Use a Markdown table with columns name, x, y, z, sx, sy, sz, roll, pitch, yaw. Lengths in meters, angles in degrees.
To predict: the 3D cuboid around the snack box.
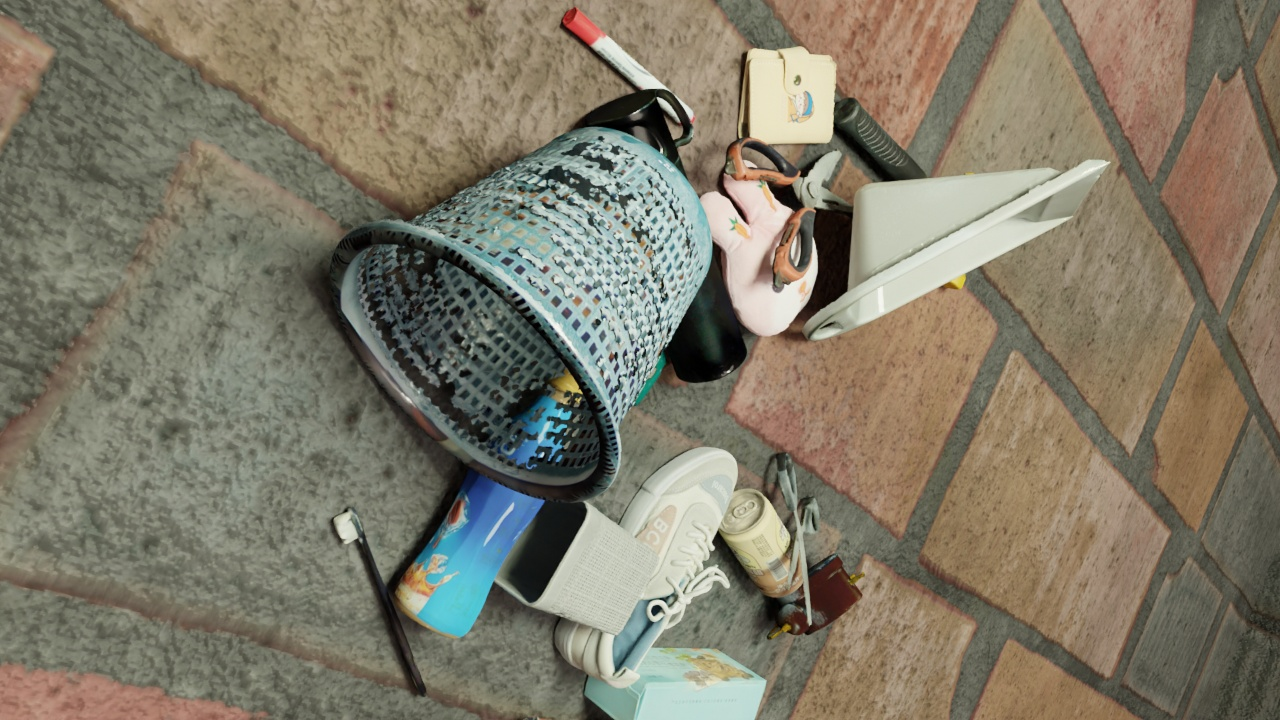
| name | x | y | z | sx | sy | sz | roll | pitch | yaw |
| --- | --- | --- | --- | --- | --- | --- | --- | --- | --- |
| snack box | 0.036 | 0.315 | 0.885 | 0.174 | 0.074 | 0.051 | 17 | 91 | -41 |

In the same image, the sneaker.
| name | x | y | z | sx | sy | sz | roll | pitch | yaw |
| --- | --- | --- | --- | --- | --- | --- | --- | --- | --- |
| sneaker | 0.026 | 0.183 | 0.828 | 0.241 | 0.091 | 0.089 | -53 | 130 | -17 |

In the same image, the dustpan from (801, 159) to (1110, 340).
| name | x | y | z | sx | sy | sz | roll | pitch | yaw |
| --- | --- | --- | --- | --- | --- | --- | --- | --- | --- |
| dustpan | 0.287 | -0.088 | 0.880 | 0.222 | 0.258 | 0.142 | 10 | 81 | -72 |

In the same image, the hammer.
| name | x | y | z | sx | sy | sz | roll | pitch | yaw |
| --- | --- | --- | --- | --- | --- | --- | --- | --- | --- |
| hammer | 0.297 | -0.191 | 0.987 | 0.300 | 0.033 | 0.128 | 27 | 84 | -41 |

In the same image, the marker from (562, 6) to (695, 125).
| name | x | y | z | sx | sy | sz | roll | pitch | yaw |
| --- | --- | --- | --- | --- | --- | --- | --- | --- | --- |
| marker | -0.006 | -0.231 | 0.734 | 0.145 | 0.017 | 0.017 | 29 | 83 | -41 |

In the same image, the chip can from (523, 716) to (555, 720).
| name | x | y | z | sx | sy | sz | roll | pitch | yaw |
| --- | --- | --- | --- | --- | --- | --- | --- | --- | --- |
| chip can | -0.025 | 0.375 | 0.853 | 0.214 | 0.071 | 0.071 | 27 | 85 | -41 |

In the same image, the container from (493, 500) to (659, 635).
| name | x | y | z | sx | sy | sz | roll | pitch | yaw |
| --- | --- | --- | --- | --- | --- | --- | --- | --- | --- |
| container | -0.055 | 0.165 | 0.759 | 0.114 | 0.090 | 0.090 | 40 | 76 | -42 |

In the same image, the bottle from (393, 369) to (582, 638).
| name | x | y | z | sx | sy | sz | roll | pitch | yaw |
| --- | --- | --- | --- | --- | --- | --- | --- | --- | --- |
| bottle | -0.107 | 0.104 | 0.711 | 0.065 | 0.065 | 0.218 | 40 | 76 | -39 |

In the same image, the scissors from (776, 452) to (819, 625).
| name | x | y | z | sx | sy | sz | roll | pitch | yaw |
| --- | --- | --- | --- | --- | --- | --- | --- | --- | --- |
| scissors | 0.161 | 0.177 | 0.936 | 0.159 | 0.014 | 0.180 | 15 | 63 | -63 |

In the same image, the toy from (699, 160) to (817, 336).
| name | x | y | z | sx | sy | sz | roll | pitch | yaw |
| --- | --- | --- | --- | --- | --- | --- | --- | --- | --- |
| toy | 0.109 | -0.101 | 0.844 | 0.121 | 0.054 | 0.159 | -53 | 123 | -26 |

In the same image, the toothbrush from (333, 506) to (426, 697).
| name | x | y | z | sx | sy | sz | roll | pitch | yaw |
| --- | --- | --- | --- | --- | --- | --- | --- | --- | --- |
| toothbrush | -0.194 | 0.189 | 0.697 | 0.018 | 0.016 | 0.181 | -27 | 117 | -25 |

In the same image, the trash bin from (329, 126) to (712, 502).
| name | x | y | z | sx | sy | sz | roll | pitch | yaw |
| --- | --- | --- | --- | --- | --- | --- | --- | --- | --- |
| trash bin | -0.059 | -0.048 | 0.630 | 0.194 | 0.227 | 0.227 | -50 | 129 | -34 |

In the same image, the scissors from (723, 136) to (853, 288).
| name | x | y | z | sx | sy | sz | roll | pitch | yaw |
| --- | --- | --- | --- | --- | --- | --- | --- | --- | --- |
| scissors | 0.143 | -0.150 | 0.838 | 0.189 | 0.015 | 0.226 | 44 | 49 | -31 |

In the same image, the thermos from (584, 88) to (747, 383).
| name | x | y | z | sx | sy | sz | roll | pitch | yaw |
| --- | --- | --- | --- | --- | --- | --- | --- | --- | --- |
| thermos | 0.033 | -0.103 | 0.766 | 0.089 | 0.068 | 0.243 | -33 | 122 | -22 |

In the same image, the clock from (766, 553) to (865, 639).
| name | x | y | z | sx | sy | sz | roll | pitch | yaw |
| --- | --- | --- | --- | --- | --- | --- | --- | --- | --- |
| clock | 0.182 | 0.258 | 0.983 | 0.122 | 0.055 | 0.082 | -35 | 168 | -7 |

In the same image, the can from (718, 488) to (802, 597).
| name | x | y | z | sx | sy | sz | roll | pitch | yaw |
| --- | --- | --- | --- | --- | --- | --- | --- | --- | --- |
| can | 0.123 | 0.186 | 0.931 | 0.058 | 0.058 | 0.116 | -48 | 127 | -20 |

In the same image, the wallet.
| name | x | y | z | sx | sy | sz | roll | pitch | yaw |
| --- | --- | --- | --- | --- | --- | --- | --- | --- | --- |
| wallet | 0.138 | -0.244 | 0.847 | 0.115 | 0.024 | 0.087 | -11 | 108 | -36 |

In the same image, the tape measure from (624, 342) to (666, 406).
| name | x | y | z | sx | sy | sz | roll | pitch | yaw |
| --- | --- | --- | --- | --- | --- | --- | --- | --- | --- |
| tape measure | -0.005 | 0.005 | 0.796 | 0.058 | 0.025 | 0.054 | -55 | 130 | -15 |
